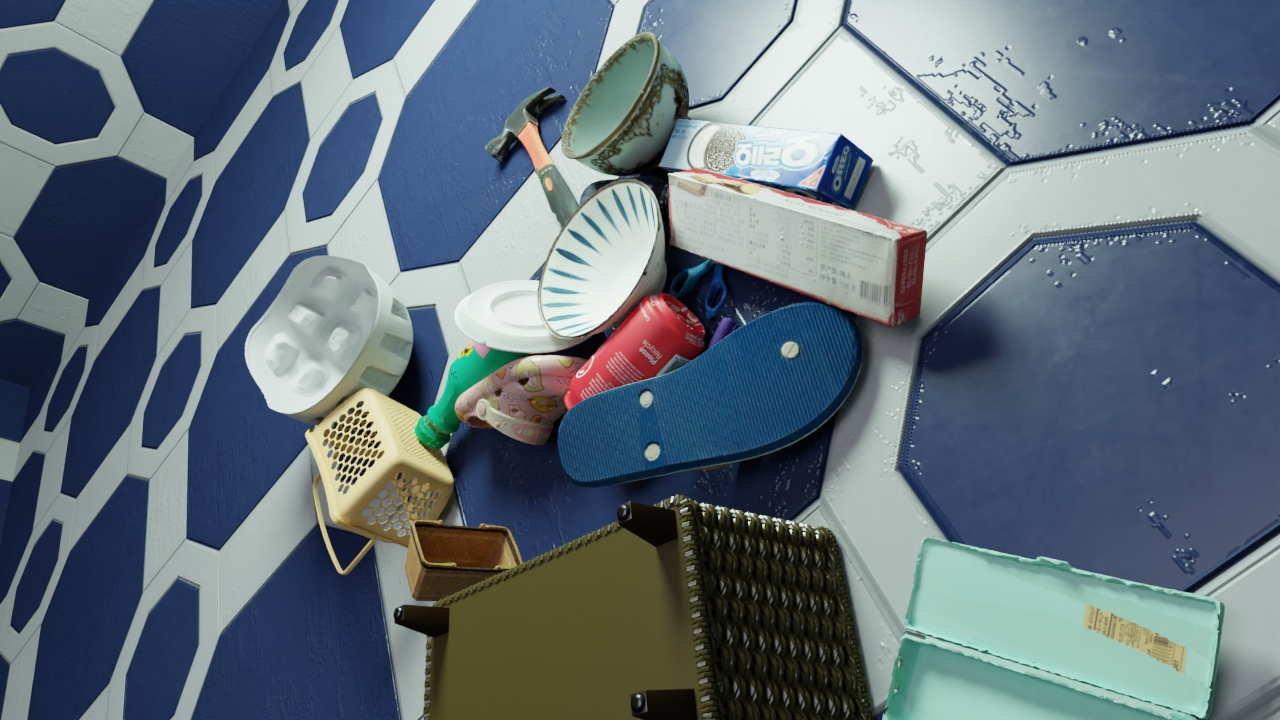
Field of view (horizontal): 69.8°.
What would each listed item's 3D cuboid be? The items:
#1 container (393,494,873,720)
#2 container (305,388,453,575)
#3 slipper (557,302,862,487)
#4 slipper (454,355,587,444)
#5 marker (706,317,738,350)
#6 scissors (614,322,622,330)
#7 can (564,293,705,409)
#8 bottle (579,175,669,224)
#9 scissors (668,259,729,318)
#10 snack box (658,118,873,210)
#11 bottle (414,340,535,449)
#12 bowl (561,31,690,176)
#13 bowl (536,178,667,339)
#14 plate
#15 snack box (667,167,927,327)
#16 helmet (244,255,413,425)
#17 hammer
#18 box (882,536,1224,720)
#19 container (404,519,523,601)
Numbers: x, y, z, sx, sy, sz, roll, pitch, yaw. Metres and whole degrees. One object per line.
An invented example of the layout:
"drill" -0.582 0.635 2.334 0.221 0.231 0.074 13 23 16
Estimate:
"container" -0.028 0.233 0.690 0.322 0.205 0.176 -30 51 33
"container" -0.329 0.150 1.112 0.167 0.129 0.183 -49 42 6
"slipper" 0.060 0.045 0.804 0.295 0.060 0.118 -21 62 22
"slipper" -0.127 0.052 0.986 0.198 0.093 0.081 -22 66 39
"marker" 0.056 0.021 0.860 0.018 0.015 0.134 27 90 37
"scissors" -0.016 -0.044 0.973 0.071 0.014 0.130 -29 51 31
"can" -0.005 0.005 0.887 0.143 0.074 0.074 -47 43 18
"bottle" 0.000 -0.170 0.988 0.161 0.056 0.056 7 75 48
"scissors" 0.083 -0.096 0.899 0.133 0.015 0.104 -48 39 12
"snack box" 0.112 -0.190 0.879 0.227 0.059 0.059 24 91 49
"bottle" -0.190 0.019 1.080 0.210 0.068 0.068 -48 43 17
"bowl" -0.001 -0.262 1.001 0.160 0.094 0.159 -36 37 33
"bowl" -0.022 -0.091 0.941 0.178 0.071 0.177 -27 50 37
"plate" -0.122 -0.052 0.994 0.157 0.156 0.014 47 140 48
"snack box" 0.124 -0.106 0.795 0.273 0.044 0.077 28 130 47
"helmet" -0.409 -0.023 1.237 0.283 0.183 0.224 13 75 62
"hammer" -0.114 -0.232 1.164 0.133 0.033 0.332 -44 45 20
"box" 0.244 0.190 0.561 0.187 0.033 0.136 7 75 48
"container" -0.189 0.212 0.953 0.061 0.113 0.063 -60 38 24
